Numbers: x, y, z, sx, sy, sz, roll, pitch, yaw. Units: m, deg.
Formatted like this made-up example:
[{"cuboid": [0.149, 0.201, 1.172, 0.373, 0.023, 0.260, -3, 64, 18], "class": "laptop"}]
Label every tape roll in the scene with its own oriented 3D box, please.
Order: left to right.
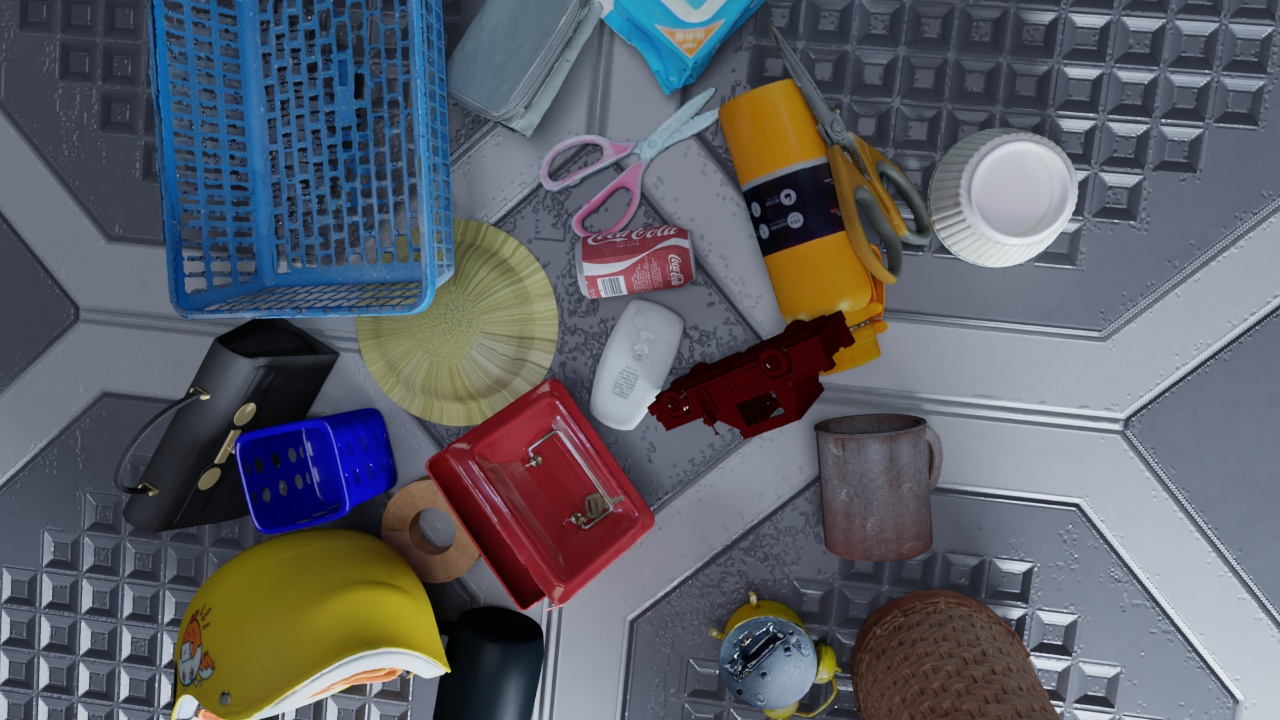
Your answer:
[{"cuboid": [-0.183, 0.150, 0.825, 0.094, 0.027, 0.094, 0, 95, 6], "class": "tape roll"}]

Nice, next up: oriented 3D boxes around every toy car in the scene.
[{"cuboid": [0.091, 0.020, 0.734, 0.170, 0.070, 0.062, -25, 98, 38], "class": "toy car"}]

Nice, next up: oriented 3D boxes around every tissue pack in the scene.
[{"cuboid": [0.058, -0.328, 0.742, 0.117, 0.066, 0.209, 44, 99, 2], "class": "tissue pack"}]

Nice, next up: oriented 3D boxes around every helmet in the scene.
[{"cuboid": [-0.286, 0.218, 0.765, 0.241, 0.208, 0.139, -28, 69, 41], "class": "helmet"}]

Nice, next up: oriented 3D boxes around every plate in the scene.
[{"cuboid": [-0.167, -0.032, 0.803, 0.184, 0.036, 0.184, 1, 95, 6], "class": "plate"}]

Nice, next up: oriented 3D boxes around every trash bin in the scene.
[{"cuboid": [0.250, 0.280, 0.703, 0.151, 0.210, 0.151, 0, 94, 5], "class": "trash bin"}]

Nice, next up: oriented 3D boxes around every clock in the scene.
[{"cuboid": [0.118, 0.260, 0.790, 0.119, 0.057, 0.083, 44, 97, 1], "class": "clock"}]

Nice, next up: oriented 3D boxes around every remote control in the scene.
[{"cuboid": [-0.005, 0.005, 0.794, 0.060, 0.028, 0.114, 22, 97, 3], "class": "remote control"}]

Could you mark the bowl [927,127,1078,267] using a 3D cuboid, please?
[{"cuboid": [0.295, -0.133, 0.735, 0.115, 0.062, 0.115, 0, 95, 6], "class": "bowl"}]

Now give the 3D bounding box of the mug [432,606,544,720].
[{"cuboid": [-0.145, 0.270, 0.812, 0.122, 0.085, 0.094, 16, 96, 33], "class": "mug"}]

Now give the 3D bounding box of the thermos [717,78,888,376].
[{"cuboid": [0.141, -0.107, 0.745, 0.091, 0.076, 0.232, -18, 93, 12], "class": "thermos"}]

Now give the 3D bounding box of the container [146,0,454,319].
[{"cuboid": [-0.266, -0.217, 0.748, 0.257, 0.089, 0.362, 0, 95, 20], "class": "container"}]

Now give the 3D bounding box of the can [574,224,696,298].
[{"cuboid": [-0.003, -0.083, 0.774, 0.096, 0.054, 0.054, -7, 94, 6], "class": "can"}]

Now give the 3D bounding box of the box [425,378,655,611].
[{"cuboid": [-0.087, 0.114, 0.775, 0.136, 0.127, 0.157, -33, 88, -30], "class": "box"}]

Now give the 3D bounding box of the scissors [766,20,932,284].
[{"cuboid": [0.166, -0.174, 0.728, 0.113, 0.016, 0.229, -38, 103, -36], "class": "scissors"}]

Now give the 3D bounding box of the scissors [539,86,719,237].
[{"cuboid": [-0.007, -0.189, 0.785, 0.179, 0.016, 0.101, -42, 90, 8], "class": "scissors"}]

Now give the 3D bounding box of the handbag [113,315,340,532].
[{"cuboid": [-0.357, 0.058, 0.749, 0.072, 0.195, 0.176, 31, 97, 2], "class": "handbag"}]

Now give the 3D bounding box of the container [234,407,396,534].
[{"cuboid": [-0.271, 0.090, 0.784, 0.085, 0.113, 0.084, -12, 92, 6], "class": "container"}]

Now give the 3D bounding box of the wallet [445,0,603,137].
[{"cuboid": [-0.099, -0.258, 0.758, 0.100, 0.054, 0.132, 35, 97, 29], "class": "wallet"}]

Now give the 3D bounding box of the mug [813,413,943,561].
[{"cuboid": [0.206, 0.100, 0.761, 0.122, 0.096, 0.110, -7, 101, -25], "class": "mug"}]
